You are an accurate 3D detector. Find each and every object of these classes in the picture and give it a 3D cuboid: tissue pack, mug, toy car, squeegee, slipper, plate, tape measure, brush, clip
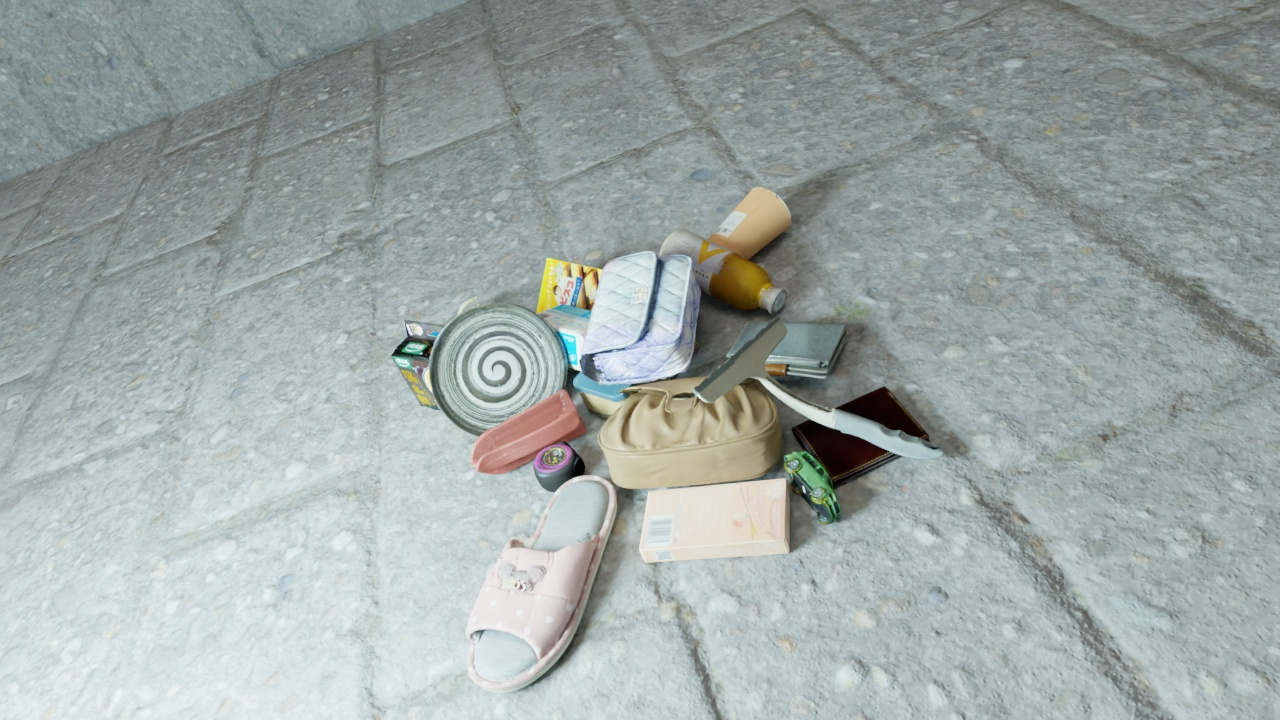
[{"bbox_3d":[-0.094,-0.030,1.257,0.140,0.063,0.089,15,27,34],"label":"tissue pack"},{"bbox_3d":[0.151,-0.186,1.336,0.122,0.078,0.078,-44,43,-20],"label":"mug"},{"bbox_3d":[0.183,0.132,0.966,0.036,0.043,0.091,-25,39,-6],"label":"toy car"},{"bbox_3d":[0.209,0.055,0.998,0.247,0.039,0.245,27,31,17],"label":"squeegee"},{"bbox_3d":[-0.102,0.223,0.980,0.114,0.054,0.273,3,44,27],"label":"slipper"},{"bbox_3d":[-0.184,0.013,1.192,0.179,0.179,0.024,-30,10,-11],"label":"plate"},{"bbox_3d":[-0.098,0.130,1.102,0.057,0.039,0.057,-30,39,-19],"label":"tape measure"},{"bbox_3d":[-0.143,0.096,1.138,0.145,0.063,0.069,-27,15,-6],"label":"brush"},{"bbox_3d":[-0.273,-0.061,1.388,0.103,0.092,0.035,-14,37,-9],"label":"clip"}]

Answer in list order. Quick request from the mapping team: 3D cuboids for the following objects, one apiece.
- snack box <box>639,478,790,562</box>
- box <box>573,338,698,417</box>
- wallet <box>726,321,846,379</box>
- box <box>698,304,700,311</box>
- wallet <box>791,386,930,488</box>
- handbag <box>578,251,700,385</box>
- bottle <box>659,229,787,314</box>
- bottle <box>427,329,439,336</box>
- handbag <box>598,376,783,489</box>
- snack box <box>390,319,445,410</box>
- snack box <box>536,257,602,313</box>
[{"bbox_3d":[0.080,0.171,0.980,0.157,0.026,0.084,-7,40,17],"label":"snack box"},{"bbox_3d":[-0.007,0.007,1.191,0.090,0.060,0.183,13,48,36],"label":"box"},{"bbox_3d":[0.182,-0.012,1.144,0.130,0.037,0.106,4,35,27],"label":"wallet"},{"bbox_3d":[0.017,-0.098,1.299,0.057,0.071,0.164,-22,30,-36],"label":"box"},{"bbox_3d":[0.243,0.082,1.018,0.122,0.020,0.096,-24,43,-5],"label":"wallet"},{"bbox_3d":[0.002,-0.060,1.159,0.134,0.076,0.193,-8,40,16],"label":"handbag"},{"bbox_3d":[0.113,-0.119,1.263,0.189,0.068,0.067,30,60,29],"label":"bottle"},{"bbox_3d":[-0.233,-0.002,1.299,0.219,0.065,0.065,11,48,35],"label":"bottle"},{"bbox_3d":[0.057,0.072,1.047,0.205,0.100,0.147,-8,32,12],"label":"handbag"},{"bbox_3d":[-0.271,0.013,1.250,0.113,0.126,0.053,8,48,31],"label":"snack box"},{"bbox_3d":[-0.086,-0.095,1.329,0.141,0.087,0.033,17,7,39],"label":"snack box"}]
